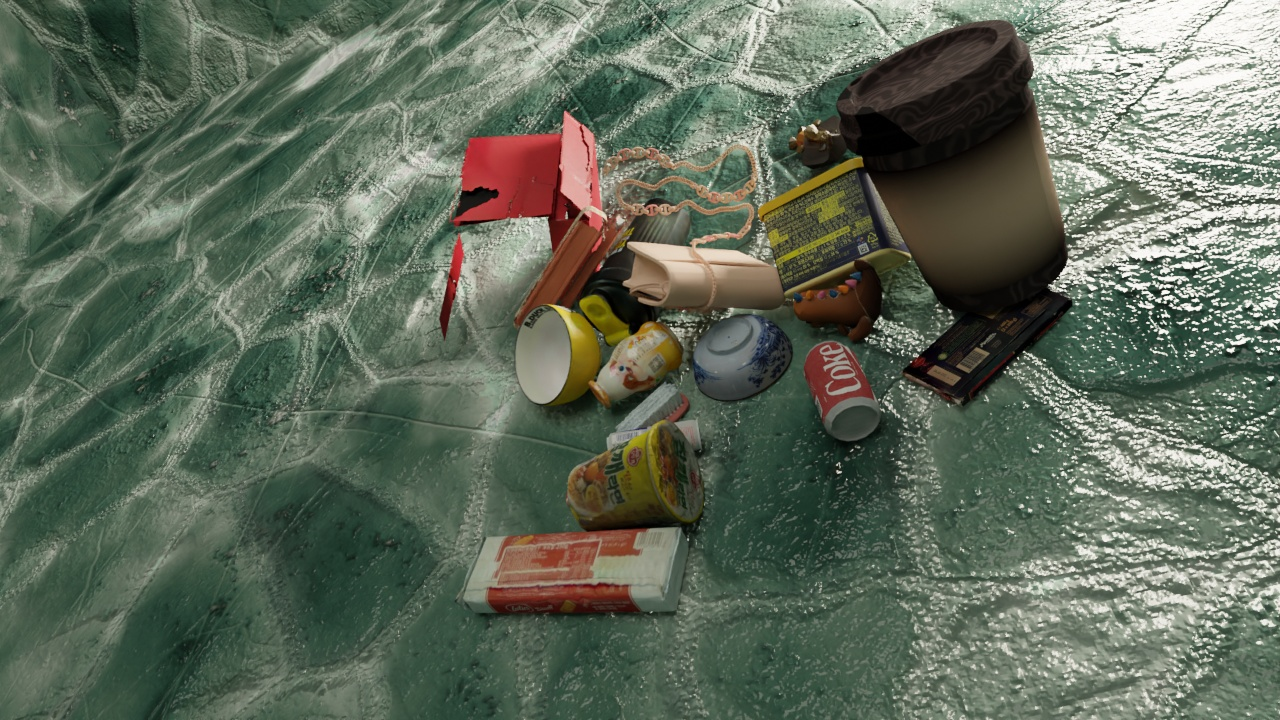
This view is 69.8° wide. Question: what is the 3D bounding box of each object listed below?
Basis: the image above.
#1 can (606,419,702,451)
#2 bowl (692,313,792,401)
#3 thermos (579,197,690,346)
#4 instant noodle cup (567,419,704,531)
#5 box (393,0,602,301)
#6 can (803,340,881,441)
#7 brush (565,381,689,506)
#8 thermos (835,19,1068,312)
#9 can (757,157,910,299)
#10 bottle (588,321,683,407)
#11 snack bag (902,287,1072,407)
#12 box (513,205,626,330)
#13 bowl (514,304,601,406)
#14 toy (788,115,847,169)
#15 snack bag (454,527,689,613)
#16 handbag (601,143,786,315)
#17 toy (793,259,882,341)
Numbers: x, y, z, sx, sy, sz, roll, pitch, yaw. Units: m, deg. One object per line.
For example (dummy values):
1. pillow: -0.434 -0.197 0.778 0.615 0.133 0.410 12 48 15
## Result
1. can: 0.015 0.083 0.930 0.095 0.032 0.032 -10 40 3
2. bowl: 0.102 -0.014 0.985 0.114 0.045 0.114 -19 39 16
3. thermos: -0.001 -0.110 1.126 0.098 0.098 0.220 -6 38 29
4. instant noodle cup: -0.008 0.119 0.880 0.108 0.102 0.102 -21 38 26
5. box: -0.142 -0.279 1.151 0.108 0.410 0.211 -21 40 17
6. can: 0.190 0.027 0.874 0.054 0.054 0.096 -23 38 10
7. brush: -0.018 0.087 0.968 0.172 0.030 0.041 -43 39 -14
8. thermos: 0.302 -0.173 0.860 0.173 0.226 0.172 -25 26 13
9. can: 0.205 -0.134 0.971 0.136 0.075 0.104 -24 73 37
10. bottle: -0.006 0.006 1.021 0.109 0.063 0.063 -37 38 -10
11. snack bag: 0.326 -0.021 0.865 0.155 0.018 0.074 -39 37 -11
12. box: -0.089 -0.108 1.128 0.054 0.078 0.187 48 115 26
13. bowl: -0.088 -0.005 1.071 0.117 0.067 0.117 -2 87 50
14. toy: 0.226 -0.285 1.193 0.076 0.062 0.100 -58 36 -2
15. snack bag: -0.065 0.201 0.868 0.226 0.041 0.077 -10 42 28
16. handbag: 0.067 -0.143 0.991 0.198 0.187 0.117 0 15 -28
17. toy: 0.200 -0.068 0.935 0.090 0.103 0.070 -3 56 15
